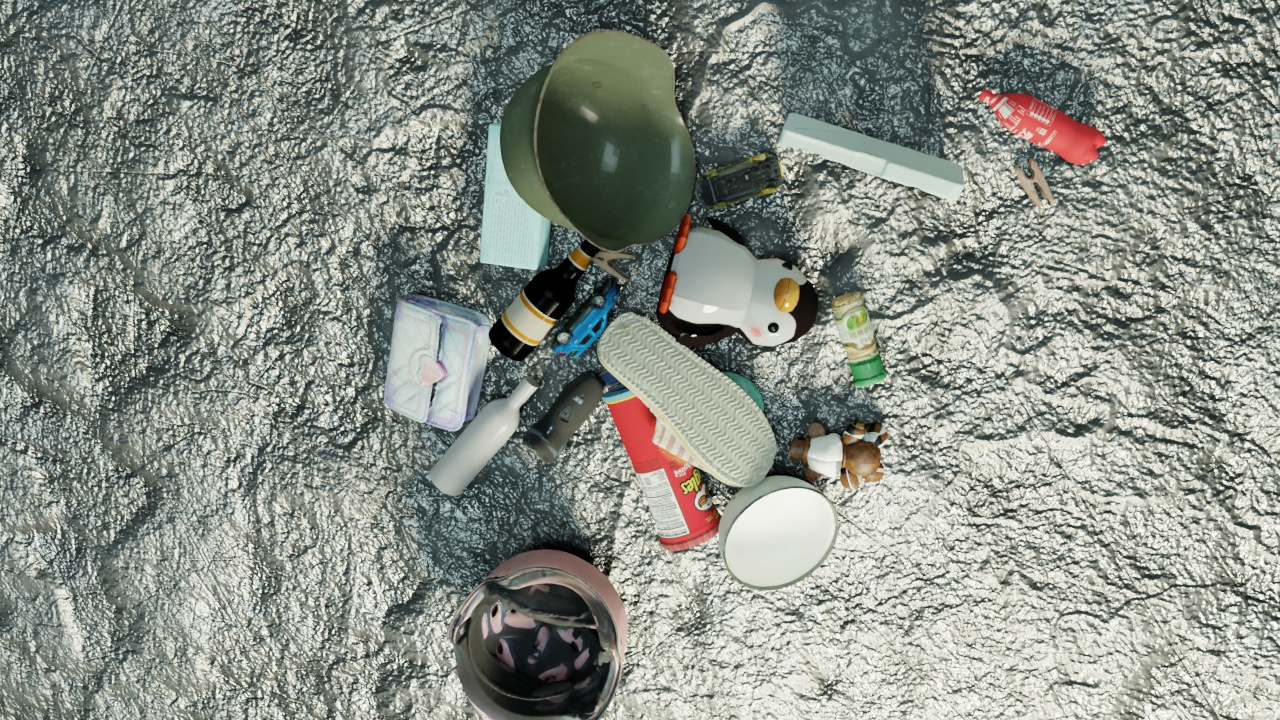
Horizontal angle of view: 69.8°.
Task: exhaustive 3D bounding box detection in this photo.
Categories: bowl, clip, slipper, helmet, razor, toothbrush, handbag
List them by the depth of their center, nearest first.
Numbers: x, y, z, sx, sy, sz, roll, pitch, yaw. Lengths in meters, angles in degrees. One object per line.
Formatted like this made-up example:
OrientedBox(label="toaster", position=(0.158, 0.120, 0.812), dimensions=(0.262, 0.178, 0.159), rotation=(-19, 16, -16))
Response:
OrientedBox(label="clip", position=(0.441, -0.196, 1.034), dimensions=(0.049, 0.026, 0.061), rotation=(5, 104, 11))
OrientedBox(label="helmet", position=(-0.057, -0.235, 1.034), dimensions=(0.154, 0.267, 0.227), rotation=(12, 83, 46))
OrientedBox(label="slipper", position=(0.051, 0.052, 1.109), dimensions=(0.263, 0.052, 0.114), rotation=(43, 70, -8))
OrientedBox(label="clip", position=(-0.034, -0.129, 1.147), dimensions=(0.061, 0.025, 0.049), rotation=(-34, 86, 25))
OrientedBox(label="bowl", position=(0.164, 0.207, 1.151), dimensions=(0.153, 0.073, 0.154), rotation=(-7, 116, -14))
OrientedBox(label="toothbrush", position=(-0.007, 0.007, 1.178), dimensions=(0.135, 0.017, 0.021), rotation=(-26, 96, 16))
OrientedBox(label="razor", position=(-0.099, 0.073, 1.188), dimensions=(0.053, 0.063, 0.141), rotation=(38, 109, -1))
OrientedBox(label="handbag", position=(-0.273, 0.003, 1.205), dimensions=(0.126, 0.069, 0.159), rotation=(17, 109, 8))
OrientedBox(label="helmet", position=(-0.130, 0.363, 1.223), dimensions=(0.230, 0.152, 0.256), rotation=(21, 109, 2))

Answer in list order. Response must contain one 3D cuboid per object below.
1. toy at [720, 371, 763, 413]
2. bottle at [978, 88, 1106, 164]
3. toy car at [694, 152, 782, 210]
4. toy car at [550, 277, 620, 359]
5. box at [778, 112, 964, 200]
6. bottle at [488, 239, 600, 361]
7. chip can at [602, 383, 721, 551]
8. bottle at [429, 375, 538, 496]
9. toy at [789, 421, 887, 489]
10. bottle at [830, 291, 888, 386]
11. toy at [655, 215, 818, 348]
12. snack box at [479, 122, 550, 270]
OrientedBox(label="toy", position=(0.112, 0.054, 1.161), dimensions=(0.105, 0.033, 0.085), rotation=(46, 119, -4))
OrientedBox(label="bottle", position=(0.438, -0.261, 1.008), dimensions=(0.141, 0.041, 0.042), rotation=(28, 108, 3))
OrientedBox(label="toy car", position=(0.116, -0.212, 1.090), dimensions=(0.107, 0.030, 0.049), rotation=(-15, 102, 8))
OrientedBox(label="toy car", position=(-0.066, -0.052, 1.157), dimensions=(0.043, 0.056, 0.120), rotation=(36, 113, -14))
OrientedBox(label="box", position=(0.251, -0.228, 1.003), dimensions=(0.197, 0.135, 0.044), rotation=(20, 112, 5))
OrientedBox(label="bottle", position=(-0.115, -0.081, 1.154), dimensions=(0.059, 0.059, 0.182), rotation=(42, 108, -2))
OrientedBox(label="chip can", position=(0.029, 0.128, 1.167), dimensions=(0.087, 0.087, 0.213), rotation=(-20, 99, 15))
OrientedBox(label="bottle", position=(-0.203, 0.096, 1.221), dimensions=(0.052, 0.052, 0.195), rotation=(42, 108, -1))
OrientedBox(label="toy", position=(0.244, 0.115, 1.136), dimensions=(0.113, 0.067, 0.087), rotation=(6, 105, 19))
OrientedBox(label="bottle", position=(0.263, -0.026, 1.104), dimensions=(0.043, 0.043, 0.111), rotation=(-17, 100, 15))
OrientedBox(label="toy", position=(0.116, -0.075, 1.092), dimensions=(0.184, 0.140, 0.159), rotation=(16, 74, -3))
OrientedBox(label="snack box", position=(-0.150, -0.202, 1.134), dimensions=(0.075, 0.053, 0.175), rotation=(9, 104, 9))
